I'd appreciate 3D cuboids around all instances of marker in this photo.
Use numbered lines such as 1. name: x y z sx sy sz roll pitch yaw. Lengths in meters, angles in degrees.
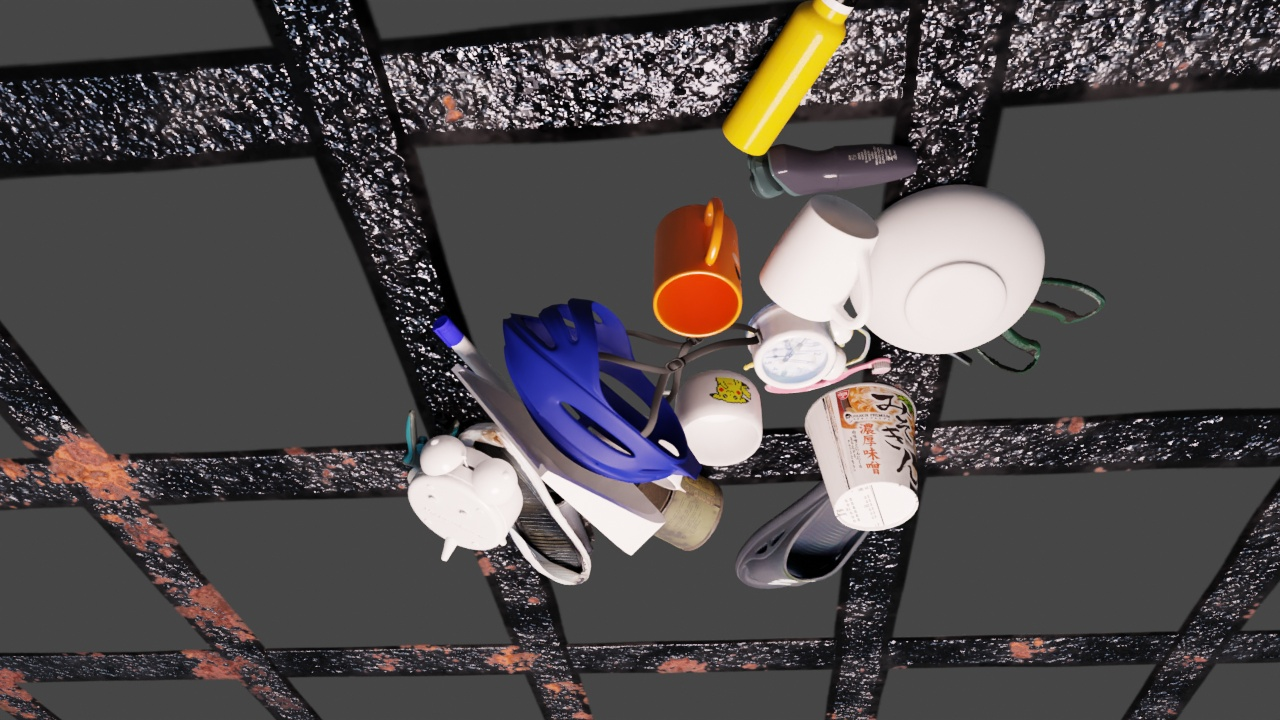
1. marker: -0.173 0.006 0.982 0.020 0.020 0.141 -19 132 20
2. marker: 0.284 -0.030 0.931 0.152 0.011 0.011 28 130 -24

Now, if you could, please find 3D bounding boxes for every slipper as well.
1. slipper: -0.126 0.171 1.116 0.111 0.062 0.264 -7 126 37
2. slipper: 0.222 0.236 1.157 0.110 0.083 0.269 20 132 -19

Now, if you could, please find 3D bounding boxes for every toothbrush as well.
1. toothbrush: 0.199 0.018 0.980 0.135 0.016 0.022 -13 132 15

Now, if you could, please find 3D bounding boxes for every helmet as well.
1. helmet: -0.005 0.005 0.892 0.228 0.147 0.241 -41 91 17

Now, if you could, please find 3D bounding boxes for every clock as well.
1. clock: -0.205 0.162 1.054 0.125 0.072 0.161 24 137 7
2. clock: 0.168 -0.016 0.924 0.125 0.051 0.089 -2 134 0

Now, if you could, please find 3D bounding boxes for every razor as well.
1. razor: 0.163 -0.164 0.780 0.143 0.047 0.052 -5 159 4

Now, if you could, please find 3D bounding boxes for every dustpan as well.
1. dustpan: -0.067 0.107 0.968 0.053 0.191 0.258 -44 137 -5

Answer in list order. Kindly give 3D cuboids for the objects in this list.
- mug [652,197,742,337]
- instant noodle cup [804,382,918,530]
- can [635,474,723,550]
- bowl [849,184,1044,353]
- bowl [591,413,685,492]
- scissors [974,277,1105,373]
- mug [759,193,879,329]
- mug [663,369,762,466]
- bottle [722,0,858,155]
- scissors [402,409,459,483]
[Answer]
1. mug: 0.054 -0.093 0.816 0.077 0.095 0.113 9 135 -7
2. instant noodle cup: 0.247 0.110 0.996 0.123 0.121 0.124 1 136 1
3. can: 0.041 0.170 1.090 0.074 0.089 0.090 30 129 -25
4. bowl: 0.282 -0.068 0.839 0.176 0.066 0.177 2 129 3
5. bowl: 0.003 0.093 1.021 0.115 0.050 0.115 29 166 8
6. scissors: 0.339 -0.041 0.916 0.209 0.015 0.138 12 137 -7
7. mug: 0.170 -0.083 0.814 0.080 0.114 0.088 -8 139 -37
8. mug: 0.074 0.059 0.990 0.115 0.068 0.094 12 135 -9
9. bottle: 0.117 -0.228 0.713 0.043 0.043 0.144 20 133 -17
10. scissors: -0.254 0.105 1.089 0.126 0.019 0.154 -14 135 19
